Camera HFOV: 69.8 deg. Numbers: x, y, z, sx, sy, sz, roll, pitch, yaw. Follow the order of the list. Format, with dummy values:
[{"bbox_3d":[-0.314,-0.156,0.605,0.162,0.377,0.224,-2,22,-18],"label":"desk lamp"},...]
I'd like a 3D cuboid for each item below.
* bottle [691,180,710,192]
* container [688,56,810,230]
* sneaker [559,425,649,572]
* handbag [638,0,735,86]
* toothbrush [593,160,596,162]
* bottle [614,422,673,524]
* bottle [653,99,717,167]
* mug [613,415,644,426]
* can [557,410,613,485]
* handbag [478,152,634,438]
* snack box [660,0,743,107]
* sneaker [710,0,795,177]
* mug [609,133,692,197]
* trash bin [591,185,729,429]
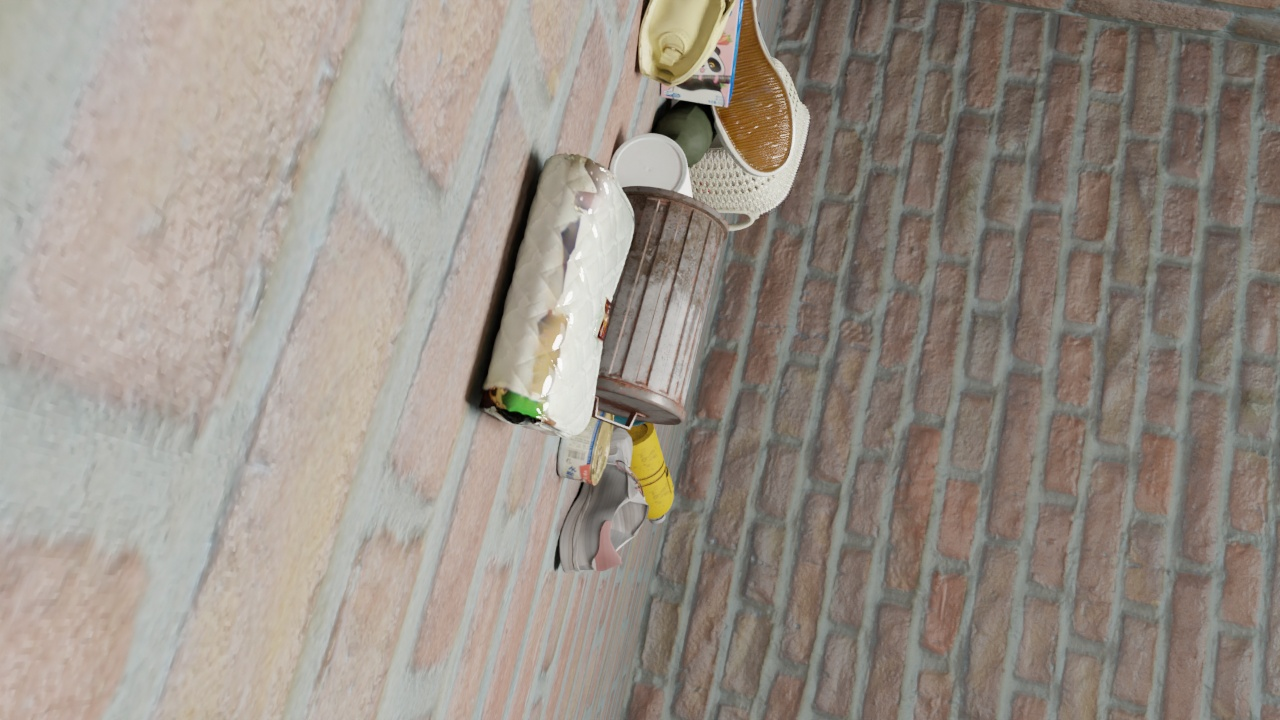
[{"bbox_3d":[0.071,-0.221,1.446,0.176,0.062,0.062,-69,169,-51],"label":"bottle"},{"bbox_3d":[0.144,-0.337,1.374,0.143,0.185,0.251,57,46,-52],"label":"container"},{"bbox_3d":[-0.028,0.176,1.168,0.235,0.089,0.099,-70,160,-48],"label":"sneaker"},{"bbox_3d":[0.049,-0.355,0.975,0.119,0.081,0.111,-70,-178,-61],"label":"handbag"},{"bbox_3d":[-0.036,-0.159,0.903,0.017,0.012,0.187,-64,172,-4],"label":"toothbrush"},{"bbox_3d":[0.007,0.169,1.335,0.070,0.071,0.164,-68,148,-53],"label":"bottle"},{"bbox_3d":[0.055,-0.287,1.172,0.206,0.071,0.072,-65,165,-62],"label":"bottle"},{"bbox_3d":[-0.007,0.007,1.119,0.114,0.083,0.107,106,6,-45],"label":"mug"},{"bbox_3d":[-0.059,0.091,1.006,0.086,0.043,0.086,13,88,-83],"label":"can"},{"bbox_3d":[-0.057,-0.041,0.684,0.139,0.072,0.194,61,41,-78],"label":"handbag"},{"bbox_3d":[0.071,-0.374,1.084,0.154,0.088,0.033,91,12,-55],"label":"snack box"},{"bbox_3d":[0.130,-0.384,1.211,0.127,0.120,0.294,-146,-140,-83],"label":"sneaker"},{"bbox_3d":[0.013,-0.181,0.969,0.106,0.082,0.082,64,39,-77],"label":"mug"},{"bbox_3d":[0.000,-0.041,0.867,0.131,0.131,0.211,72,32,-76],"label":"trash bin"}]
